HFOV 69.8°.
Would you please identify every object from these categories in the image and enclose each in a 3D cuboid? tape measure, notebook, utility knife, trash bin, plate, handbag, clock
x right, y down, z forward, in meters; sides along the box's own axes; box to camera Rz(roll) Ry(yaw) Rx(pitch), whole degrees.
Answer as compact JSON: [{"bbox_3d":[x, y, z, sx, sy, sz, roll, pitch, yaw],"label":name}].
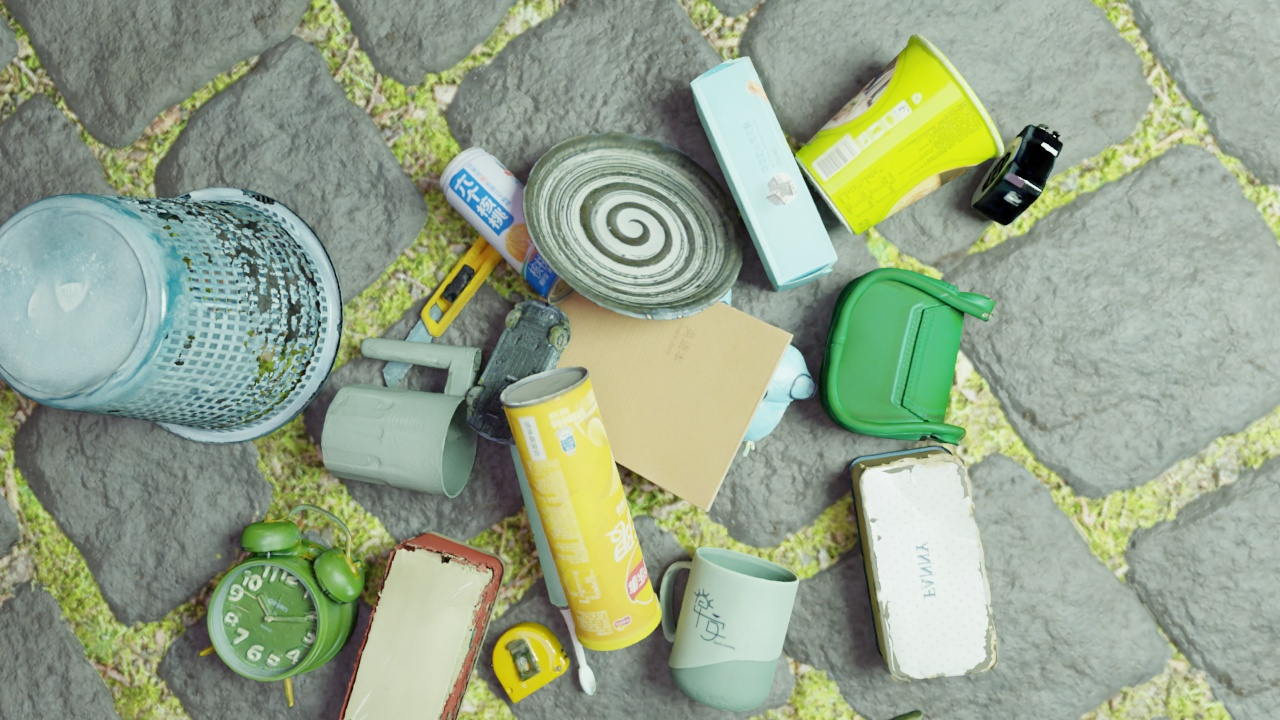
[{"bbox_3d":[-0.095,0.249,0.765,0.060,0.029,0.057,-33,86,6],"label":"tape measure"},{"bbox_3d":[-0.004,0.004,0.730,0.211,0.012,0.149,27,94,23],"label":"notebook"},{"bbox_3d":[-0.153,-0.060,0.778,0.033,0.015,0.215,39,95,8],"label":"utility knife"},{"bbox_3d":[-0.381,-0.039,0.717,0.227,0.195,0.226,0,91,7],"label":"trash bin"},{"bbox_3d":[0.284,-0.137,0.698,0.033,0.066,0.065,33,67,3],"label":"tape measure"},{"bbox_3d":[-0.005,-0.104,0.717,0.179,0.024,0.179,9,58,-14],"label":"plate"},{"bbox_3d":[0.202,-0.003,0.707,0.120,0.068,0.131,10,92,6],"label":"handbag"},{"bbox_3d":[-0.298,0.198,0.777,0.116,0.056,0.161,26,93,5],"label":"clock"}]

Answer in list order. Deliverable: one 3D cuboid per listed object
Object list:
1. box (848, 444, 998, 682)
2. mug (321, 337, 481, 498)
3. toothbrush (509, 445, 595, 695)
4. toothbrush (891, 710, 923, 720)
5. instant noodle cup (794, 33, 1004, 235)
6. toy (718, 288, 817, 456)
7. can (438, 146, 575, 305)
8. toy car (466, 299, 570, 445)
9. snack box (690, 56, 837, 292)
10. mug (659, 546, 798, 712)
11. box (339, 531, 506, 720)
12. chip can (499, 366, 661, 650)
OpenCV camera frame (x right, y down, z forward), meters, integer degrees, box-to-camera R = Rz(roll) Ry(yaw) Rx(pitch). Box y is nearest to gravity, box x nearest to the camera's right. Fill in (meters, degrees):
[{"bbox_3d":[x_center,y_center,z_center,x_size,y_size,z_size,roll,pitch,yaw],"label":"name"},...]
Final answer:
[{"bbox_3d":[0.216,0.149,0.712,0.090,0.061,0.184,-7,87,6],"label":"box"},{"bbox_3d":[-0.191,0.044,0.754,0.103,0.083,0.124,7,80,9],"label":"mug"},{"bbox_3d":[-0.070,0.169,0.763,0.026,0.027,0.224,-14,88,-22],"label":"toothbrush"},{"bbox_3d":[0.142,0.321,0.745,0.186,0.012,0.017,-22,98,7],"label":"toothbrush"},{"bbox_3d":[0.187,-0.161,0.696,0.123,0.111,0.111,-37,86,14],"label":"instant noodle cup"},{"bbox_3d":[0.057,0.000,0.736,0.161,0.049,0.156,-6,89,14],"label":"toy"},{"bbox_3d":[-0.099,-0.109,0.735,0.134,0.053,0.053,45,95,10],"label":"can"},{"bbox_3d":[-0.097,0.009,0.742,0.054,0.037,0.120,19,80,25],"label":"toy car"},{"bbox_3d":[0.096,-0.141,0.717,0.052,0.074,0.175,-24,87,6],"label":"snack box"},{"bbox_3d":[0.060,0.207,0.726,0.112,0.082,0.106,15,93,37],"label":"mug"},{"bbox_3d":[-0.178,0.234,0.752,0.091,0.077,0.168,18,93,7],"label":"box"},{"bbox_3d":[-0.045,0.115,0.707,0.072,0.072,0.213,-14,106,7],"label":"chip can"}]
